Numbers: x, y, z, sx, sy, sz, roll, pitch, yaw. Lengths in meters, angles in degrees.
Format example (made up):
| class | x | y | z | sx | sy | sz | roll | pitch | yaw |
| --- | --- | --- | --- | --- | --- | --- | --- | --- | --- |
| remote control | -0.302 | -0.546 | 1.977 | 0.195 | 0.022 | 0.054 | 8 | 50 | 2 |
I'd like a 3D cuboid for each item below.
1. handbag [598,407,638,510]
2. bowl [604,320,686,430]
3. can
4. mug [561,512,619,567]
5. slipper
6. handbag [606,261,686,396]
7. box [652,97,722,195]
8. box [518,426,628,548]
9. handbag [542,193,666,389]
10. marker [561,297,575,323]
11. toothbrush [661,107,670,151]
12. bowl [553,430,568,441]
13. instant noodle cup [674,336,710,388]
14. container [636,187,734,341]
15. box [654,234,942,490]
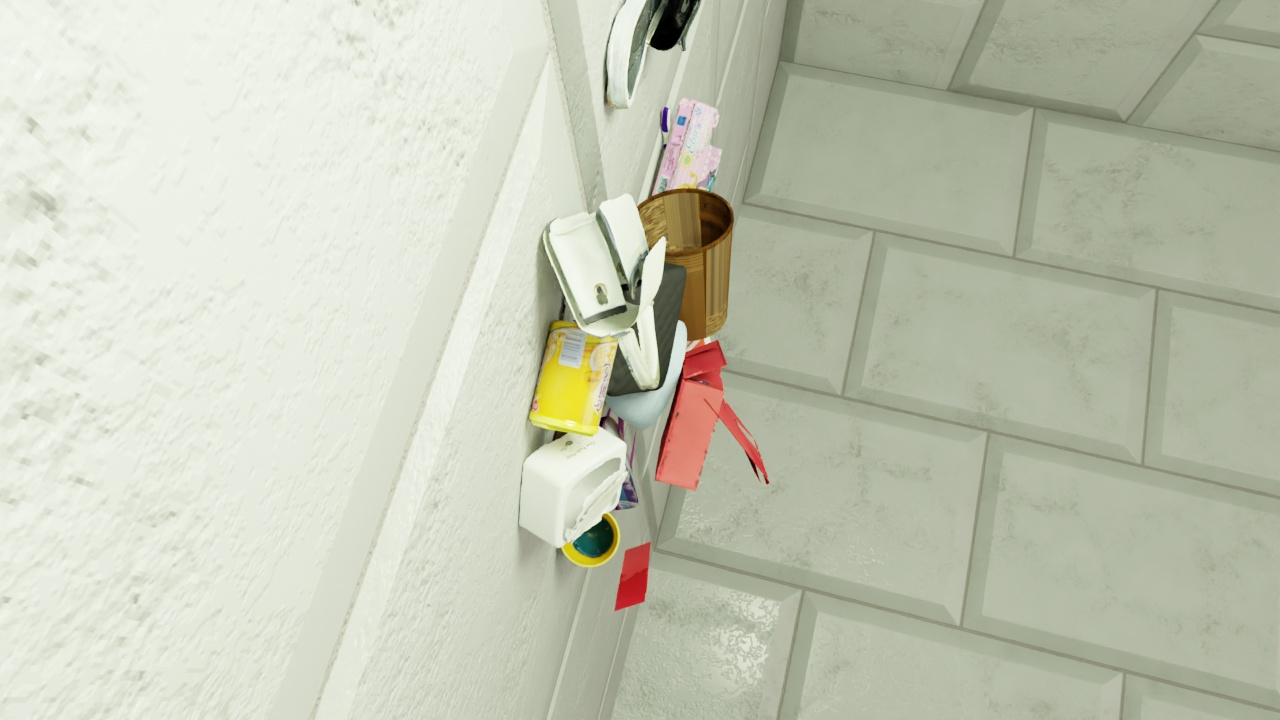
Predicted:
| class | x | y | z | sx | sy | sz | roll | pitch | yaw |
| --- | --- | --- | --- | --- | --- | --- | --- | --- | --- |
| handbag | -0.032 | 0.119 | 1.284 | 0.169 | 0.068 | 0.145 | -78 | 156 | -49 |
| bowl | -0.007 | 0.007 | 1.176 | 0.151 | 0.074 | 0.150 | -58 | -161 | 33 |
| can | -0.063 | 0.016 | 0.874 | 0.067 | 0.068 | 0.105 | 25 | 78 | -82 |
| mug | -0.066 | 0.237 | 1.239 | 0.121 | 0.078 | 0.078 | 90 | 14 | -80 |
| slipper | 0.026 | -0.357 | 0.924 | 0.111 | 0.063 | 0.263 | 92 | 16 | -56 |
| handbag | -0.030 | -0.045 | 1.047 | 0.124 | 0.115 | 0.154 | -17 | 126 | -52 |
| box | 0.061 | -0.238 | 1.266 | 0.084 | 0.063 | 0.230 | -3 | 112 | -65 |
| box | -0.052 | 0.138 | 0.928 | 0.107 | 0.102 | 0.103 | -27 | 135 | -44 |
| handbag | -0.009 | -0.059 | 0.830 | 0.151 | 0.074 | 0.176 | -51 | 122 | -72 |
| marker | -0.072 | -0.037 | 0.915 | 0.020 | 0.017 | 0.134 | 39 | -58 | 57 |
| toothbrush | 0.039 | -0.303 | 1.291 | 0.187 | 0.016 | 0.015 | 73 | 31 | -72 |
| bowl | -0.077 | 0.091 | 1.037 | 0.119 | 0.032 | 0.119 | 15 | 88 | -83 |
| instant noodle cup | 0.025 | -0.008 | 1.338 | 0.120 | 0.123 | 0.124 | -53 | 156 | -55 |
| container | 0.060 | -0.119 | 1.209 | 0.167 | 0.132 | 0.131 | 80 | 22 | -46 |
| box | 0.163 | -0.020 | 1.154 | 0.426 | 0.128 | 0.212 | -44 | -176 | 8 |
